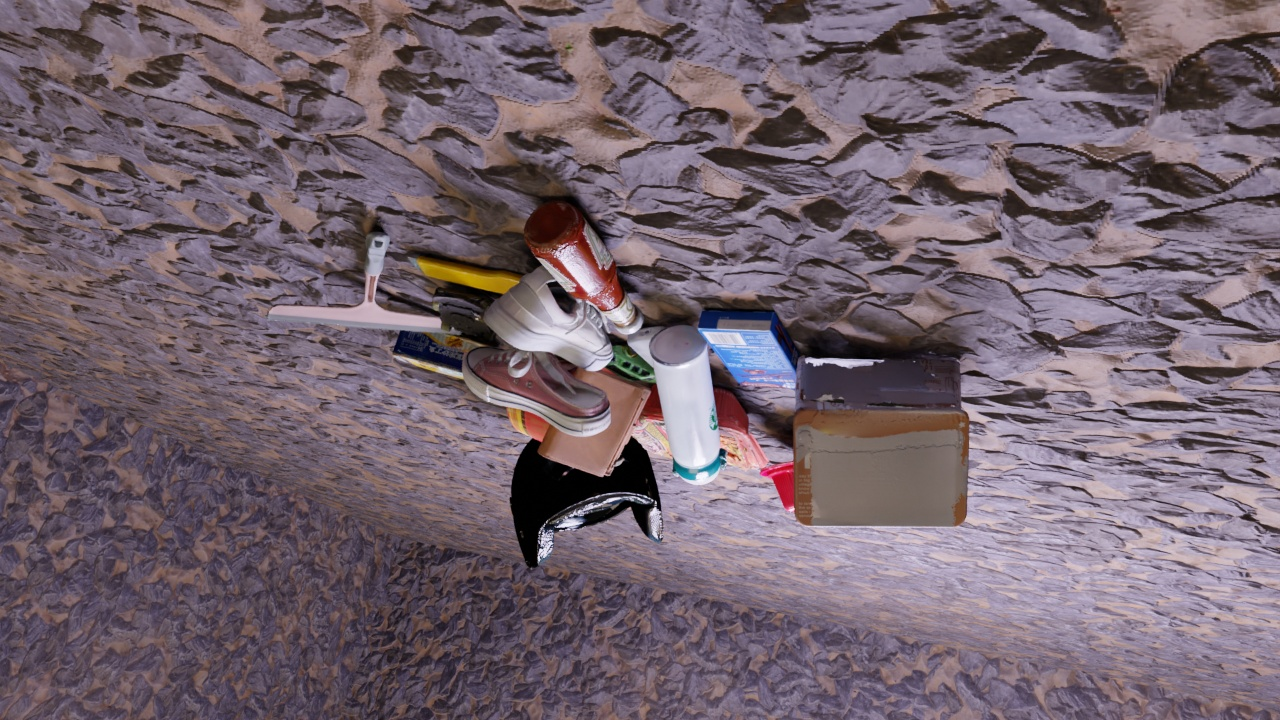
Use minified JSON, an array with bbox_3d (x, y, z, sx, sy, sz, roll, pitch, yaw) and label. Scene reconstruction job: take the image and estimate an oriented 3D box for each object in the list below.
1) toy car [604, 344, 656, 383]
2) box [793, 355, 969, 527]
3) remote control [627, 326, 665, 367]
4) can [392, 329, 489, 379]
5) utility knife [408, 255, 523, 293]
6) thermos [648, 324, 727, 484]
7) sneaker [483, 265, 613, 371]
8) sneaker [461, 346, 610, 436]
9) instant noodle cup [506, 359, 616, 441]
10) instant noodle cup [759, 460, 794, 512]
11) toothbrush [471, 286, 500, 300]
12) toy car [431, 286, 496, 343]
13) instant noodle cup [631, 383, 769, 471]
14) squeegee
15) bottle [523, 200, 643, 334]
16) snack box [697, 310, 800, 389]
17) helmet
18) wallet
[{"bbox_3d":[-0.007,0.007,1.180,0.091,0.036,0.043,23,157,-30],"label":"toy car"},{"bbox_3d":[0.256,0.099,0.989,0.183,0.180,0.153,2,156,11],"label":"box"},{"bbox_3d":[0.037,-0.003,1.134,0.056,0.020,0.136,-9,149,29],"label":"remote control"},{"bbox_3d":[-0.271,-0.009,1.285,0.148,0.049,0.075,16,169,4],"label":"can"},{"bbox_3d":[-0.189,-0.098,1.060,0.164,0.015,0.033,13,139,4],"label":"utility knife"},{"bbox_3d":[0.062,0.062,1.111,0.073,0.073,0.224,7,135,20],"label":"thermos"},{"bbox_3d":[-0.082,-0.052,1.038,0.089,0.091,0.242,42,-172,20],"label":"sneaker"},{"bbox_3d":[-0.129,0.012,1.108,0.241,0.118,0.088,22,125,39],"label":"sneaker"},{"bbox_3d":[-0.109,0.057,1.258,0.109,0.137,0.138,12,161,33],"label":"instant noodle cup"},{"bbox_3d":[0.268,0.177,1.298,0.194,0.065,0.194,-4,165,-1],"label":"instant noodle cup"},{"bbox_3d":[-0.166,-0.072,1.124,0.189,0.016,0.014,33,142,-32],"label":"toothbrush"},{"bbox_3d":[-0.215,-0.060,1.137,0.070,0.042,0.158,14,167,-1],"label":"toy car"},{"bbox_3d":[0.079,0.089,1.265,0.189,0.079,0.164,7,158,23],"label":"instant noodle cup"},{"bbox_3d":[-0.324,-0.104,1.112,0.247,0.040,0.250,5,158,-18],"label":"squeegee"},{"bbox_3d":[-0.048,-0.086,0.936,0.060,0.059,0.206,5,158,26],"label":"bottle"},{"bbox_3d":[0.132,-0.010,1.047,0.085,0.026,0.157,3,156,27],"label":"snack box"},{"bbox_3d":[-0.092,0.203,1.471,0.233,0.230,0.275,-6,167,-19],"label":"helmet"},{"bbox_3d":[-0.052,0.081,1.174,0.119,0.131,0.035,21,-168,-25],"label":"wallet"}]
